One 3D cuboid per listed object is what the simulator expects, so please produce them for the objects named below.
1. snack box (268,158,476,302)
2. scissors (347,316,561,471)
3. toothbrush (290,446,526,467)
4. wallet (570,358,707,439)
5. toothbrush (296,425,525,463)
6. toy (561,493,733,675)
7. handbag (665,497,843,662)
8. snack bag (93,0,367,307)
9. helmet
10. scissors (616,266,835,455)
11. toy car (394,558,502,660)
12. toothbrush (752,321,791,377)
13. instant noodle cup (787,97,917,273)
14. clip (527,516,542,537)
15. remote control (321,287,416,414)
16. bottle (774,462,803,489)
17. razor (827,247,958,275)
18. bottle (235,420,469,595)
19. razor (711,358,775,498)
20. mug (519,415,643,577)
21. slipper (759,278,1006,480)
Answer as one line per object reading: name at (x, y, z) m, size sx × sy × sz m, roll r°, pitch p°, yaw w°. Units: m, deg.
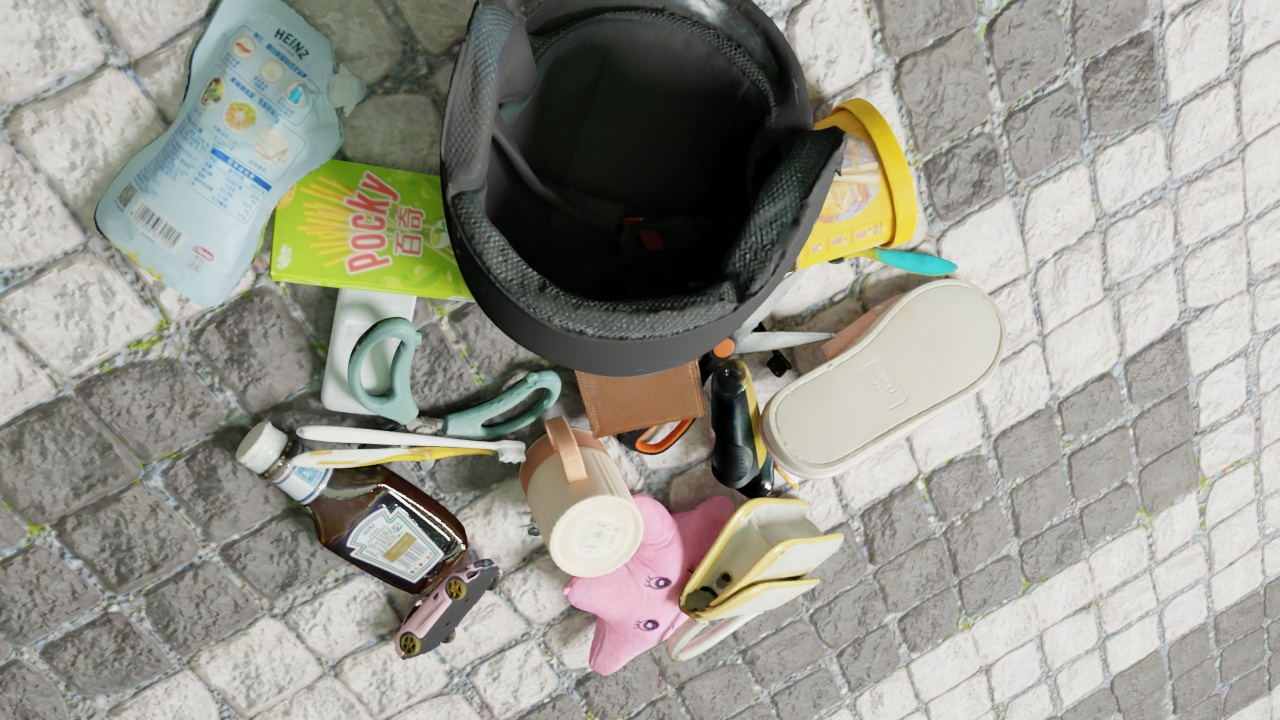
snack box at (-0.175, -0.090, 0.646) m, size 0.156 × 0.026 × 0.085 m, roll 6°, pitch 86°, yaw -22°
scissors at (-0.148, 0.021, 0.709) m, size 0.171 × 0.019 × 0.170 m, roll -20°, pitch 140°, yaw -9°
toothbrush at (-0.176, 0.078, 0.725) m, size 0.191 × 0.018 × 0.016 m, roll 1°, pitch 136°, yaw -33°
wallet at (-0.004, 0.004, 0.740) m, size 0.101 × 0.032 × 0.125 m, roll -14°, pitch 122°, yaw 1°
toothbrush at (-0.173, 0.065, 0.714) m, size 0.180 × 0.016 × 0.016 m, roll 9°, pitch 139°, yaw -28°
toy at (-0.002, 0.208, 0.841) m, size 0.178 × 0.074 × 0.195 m, roll 3°, pitch 112°, yaw -38°
handbag at (0.101, 0.214, 0.854) m, size 0.179 × 0.063 × 0.163 m, roll -55°, pitch 149°, yaw 13°
snack bag at (-0.264, -0.137, 0.591) m, size 0.110 × 0.038 × 0.191 m, roll 39°, pitch 98°, yaw 5°
helmet at (-0.008, -0.117, 0.597) m, size 0.233 × 0.231 × 0.274 m, roll 23°, pitch 62°, yaw -2°
scissors at (0.048, -0.003, 0.776) m, size 0.220 × 0.021 × 0.228 m, roll 12°, pitch 118°, yaw -18°
toy car at (-0.170, 0.214, 0.800) m, size 0.122 × 0.037 × 0.056 m, roll -50°, pitch 158°, yaw 17°
toothbrush at (0.074, -0.060, 0.770) m, size 0.027 × 0.026 × 0.212 m, roll -46°, pitch 123°, yaw -12°
instant noodle cup at (0.135, -0.126, 0.712) m, size 0.114 × 0.118 × 0.118 m, roll -22°, pitch 120°, yaw 0°
clip at (-0.072, 0.148, 0.819) m, size 0.058 × 0.025 × 0.037 m, roll 3°, pitch 121°, yaw -21°
remote control at (-0.203, -0.021, 0.690) m, size 0.055 × 0.020 × 0.136 m, roll 8°, pitch 114°, yaw -22°
bottle at (0.170, 0.070, 0.846) m, size 0.108 × 0.063 × 0.063 m, roll -44°, pitch 121°, yaw 5°
razor at (0.222, -0.093, 0.806) m, size 0.132 × 0.028 × 0.043 m, roll 9°, pitch 80°, yaw -21°
bottle at (-0.231, 0.116, 0.736) m, size 0.080 × 0.044 × 0.195 m, roll -45°, pitch 120°, yaw 5°
razor at (0.086, 0.057, 0.784) m, size 0.067 × 0.062 × 0.168 m, roll -40°, pitch 145°, yaw -18°
mug at (-0.053, 0.104, 0.757) m, size 0.081 × 0.106 × 0.115 m, roll -17°, pitch 120°, yaw -12°
slipper at (0.211, 0.016, 0.795) m, size 0.273 × 0.114 × 0.055 m, roll -32°, pitch 166°, yaw -24°
